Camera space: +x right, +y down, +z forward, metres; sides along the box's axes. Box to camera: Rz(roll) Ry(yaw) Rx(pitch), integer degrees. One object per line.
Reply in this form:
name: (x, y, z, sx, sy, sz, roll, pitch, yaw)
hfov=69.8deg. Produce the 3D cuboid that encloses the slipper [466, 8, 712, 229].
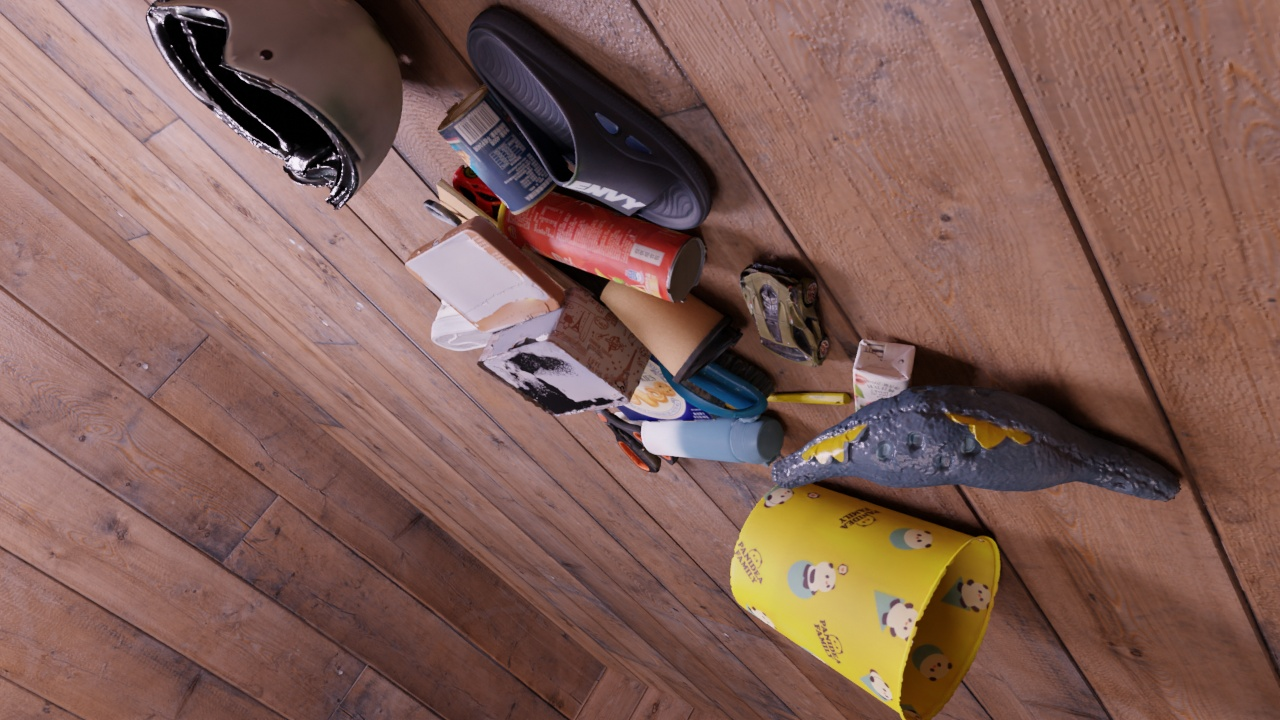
slipper: (-0.060, -0.194, 0.820, 0.268, 0.083, 0.111, 39, 157, -8)

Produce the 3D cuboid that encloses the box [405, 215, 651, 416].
box: (-0.134, -0.044, 1.035, 0.260, 0.082, 0.177, 39, 150, -26)

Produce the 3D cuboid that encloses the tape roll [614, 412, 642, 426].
tape roll: (-0.008, 0.110, 1.395, 0.086, 0.013, 0.086, 28, 155, 14)

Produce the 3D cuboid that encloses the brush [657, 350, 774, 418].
brush: (0.079, 0.022, 1.049, 0.144, 0.073, 0.055, 32, 151, 7)

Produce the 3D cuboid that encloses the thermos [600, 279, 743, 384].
thermos: (0.030, -0.044, 0.984, 0.143, 0.092, 0.093, 41, 157, 6)

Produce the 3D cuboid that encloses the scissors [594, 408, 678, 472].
scissors: (-0.031, 0.088, 1.343, 0.205, 0.021, 0.224, 10, 143, 47)

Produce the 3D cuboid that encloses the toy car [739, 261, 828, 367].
toy car: (0.142, -0.040, 0.899, 0.070, 0.042, 0.158, 18, 154, 34)

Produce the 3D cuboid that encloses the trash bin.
trash bin: (0.265, 0.274, 1.120, 0.256, 0.229, 0.230, 21, 153, 40)

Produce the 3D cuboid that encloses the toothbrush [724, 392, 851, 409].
toothbrush: (0.164, 0.047, 1.057, 0.015, 0.016, 0.190, 46, 154, -26)

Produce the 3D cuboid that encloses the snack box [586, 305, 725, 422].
snack box: (-0.007, 0.007, 1.166, 0.182, 0.045, 0.178, 45, 153, -24)

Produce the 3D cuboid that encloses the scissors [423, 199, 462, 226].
scissors: (-0.193, -0.146, 1.094, 0.181, 0.014, 0.159, 33, 173, 24)

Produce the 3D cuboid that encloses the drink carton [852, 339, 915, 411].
drink carton: (0.238, 0.030, 0.896, 0.053, 0.045, 0.122, 10, 150, 20)

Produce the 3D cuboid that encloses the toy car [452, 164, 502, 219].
toy car: (-0.165, -0.181, 1.038, 0.106, 0.031, 0.049, 28, 157, 9)

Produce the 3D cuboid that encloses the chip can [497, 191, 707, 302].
chip can: (-0.043, -0.123, 0.939, 0.217, 0.073, 0.073, 21, 153, 26)

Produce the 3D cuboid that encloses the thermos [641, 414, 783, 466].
thermos: (0.091, 0.096, 1.187, 0.070, 0.070, 0.221, 47, 152, -26)

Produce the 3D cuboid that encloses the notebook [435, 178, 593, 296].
notebook: (-0.151, -0.132, 1.089, 0.211, 0.012, 0.149, 38, 172, -8)

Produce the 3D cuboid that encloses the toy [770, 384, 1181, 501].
toy: (0.289, 0.080, 0.823, 0.357, 0.091, 0.138, 1, 140, 18)

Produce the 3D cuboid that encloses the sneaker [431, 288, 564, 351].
sneaker: (-0.181, -0.075, 1.202, 0.243, 0.090, 0.089, -9, 155, 42)

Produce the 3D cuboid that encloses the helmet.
helmet: (-0.336, -0.289, 0.902, 0.274, 0.156, 0.230, 30, 160, 36)

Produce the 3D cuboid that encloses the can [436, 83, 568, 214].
can: (-0.134, -0.208, 0.891, 0.111, 0.075, 0.075, 47, 153, -26)
